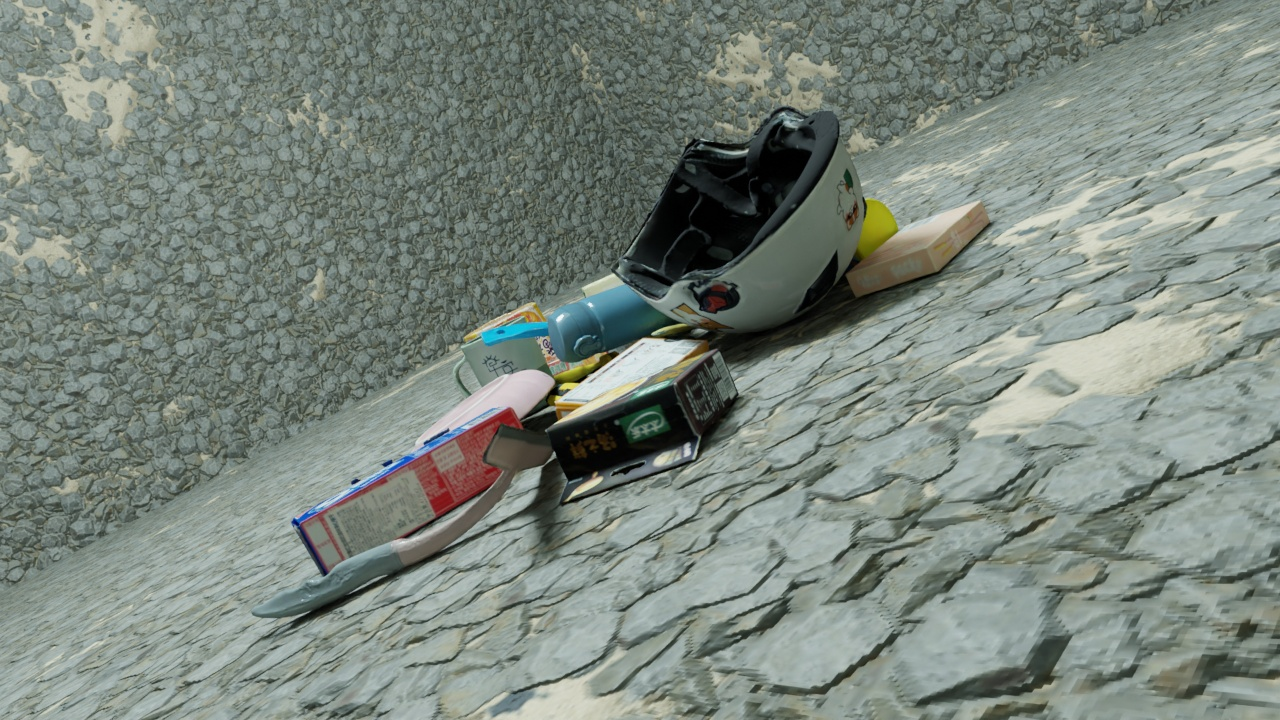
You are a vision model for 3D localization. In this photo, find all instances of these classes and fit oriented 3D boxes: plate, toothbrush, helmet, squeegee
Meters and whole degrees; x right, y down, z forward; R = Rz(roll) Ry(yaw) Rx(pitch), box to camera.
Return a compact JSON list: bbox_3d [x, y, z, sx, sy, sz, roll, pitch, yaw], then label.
[{"bbox_3d":[-0.177,0.065,0.968,0.192,0.039,0.192,-35,9,6],"label":"plate"},{"bbox_3d":[-0.065,0.011,1.053,0.016,0.015,0.190,-28,3,-25],"label":"toothbrush"},{"bbox_3d":[0.113,-0.115,0.895,0.275,0.157,0.229,-6,48,49],"label":"helmet"},{"bbox_3d":[-0.173,0.132,0.676,0.249,0.040,0.247,-31,-7,0],"label":"squeegee"}]

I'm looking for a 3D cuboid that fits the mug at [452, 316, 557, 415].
[{"bbox_3d":[-0.166,0.017,1.100,0.112,0.106,0.082,-24,10,8],"label":"mug"}]

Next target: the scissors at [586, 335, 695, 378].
[{"bbox_3d":[-0.005,0.006,1.010,0.181,0.019,0.170,-25,8,13],"label":"scissors"}]

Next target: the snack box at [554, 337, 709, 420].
[{"bbox_3d":[-0.004,0.018,0.837,0.075,0.026,0.153,2,24,34],"label":"snack box"}]

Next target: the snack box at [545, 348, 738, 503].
[{"bbox_3d":[0.001,0.045,0.674,0.113,0.053,0.125,-22,4,25],"label":"snack box"}]

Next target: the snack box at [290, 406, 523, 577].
[{"bbox_3d":[-0.196,0.110,0.801,0.207,0.058,0.057,-30,10,-25],"label":"snack box"}]

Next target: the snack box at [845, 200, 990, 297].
[{"bbox_3d":[0.265,-0.107,0.869,0.085,0.026,0.156,-17,12,43],"label":"snack box"}]

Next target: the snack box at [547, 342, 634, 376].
[{"bbox_3d":[-0.060,-0.004,1.147,0.076,0.027,0.156,-24,3,-40],"label":"snack box"}]

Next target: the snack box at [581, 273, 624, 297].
[{"bbox_3d":[0.010,-0.100,1.310,0.115,0.063,0.239,-23,-1,15],"label":"snack box"}]

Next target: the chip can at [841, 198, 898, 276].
[{"bbox_3d":[0.182,-0.116,1.012,0.071,0.071,0.211,-31,10,-32],"label":"chip can"}]

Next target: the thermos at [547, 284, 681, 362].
[{"bbox_3d":[0.002,-0.056,1.000,0.220,0.070,0.070,-22,6,-26],"label":"thermos"}]

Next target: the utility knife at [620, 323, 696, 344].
[{"bbox_3d":[0.041,-0.035,0.988,0.031,0.022,0.212,-18,-6,35],"label":"utility knife"}]

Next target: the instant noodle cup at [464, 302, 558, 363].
[{"bbox_3d":[-0.169,-0.008,1.253,0.138,0.110,0.138,-26,10,5],"label":"instant noodle cup"}]

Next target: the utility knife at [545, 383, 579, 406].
[{"bbox_3d":[-0.051,0.037,0.900,0.033,0.015,0.171,-44,23,-21],"label":"utility knife"}]

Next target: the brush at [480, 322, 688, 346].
[{"bbox_3d":[-0.055,-0.038,1.041,0.254,0.046,0.083,-6,32,-24],"label":"brush"}]
